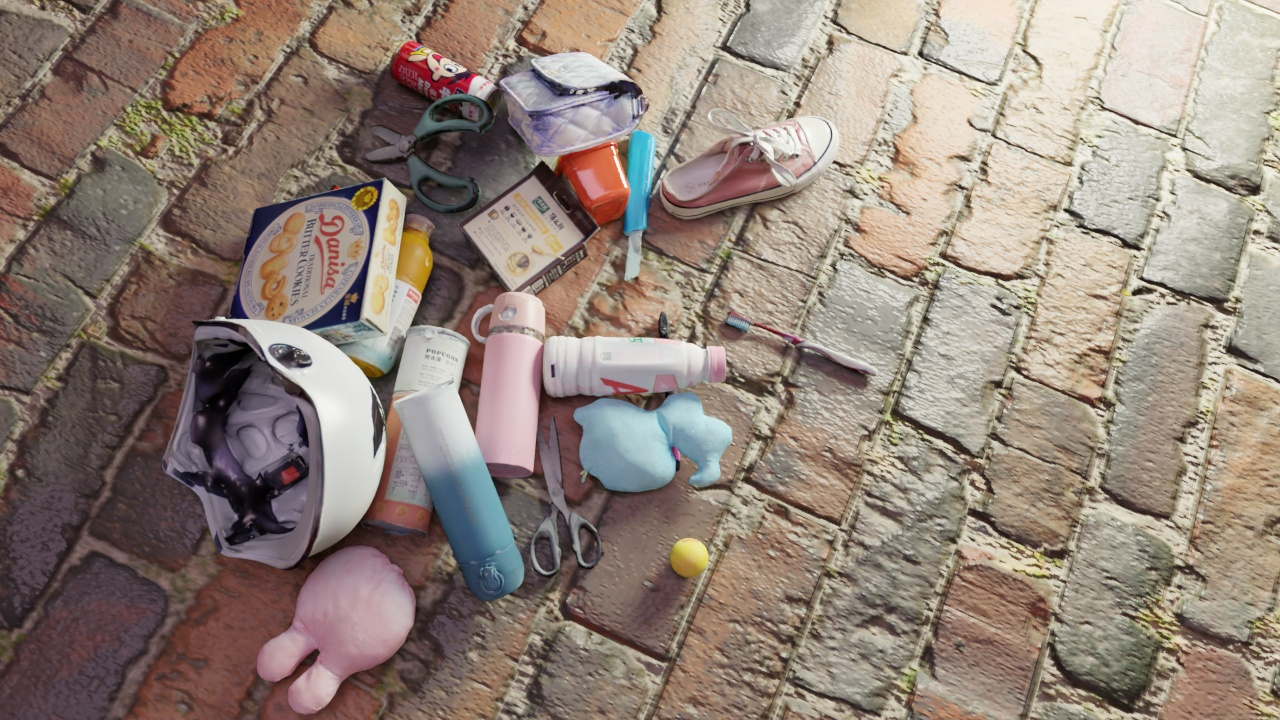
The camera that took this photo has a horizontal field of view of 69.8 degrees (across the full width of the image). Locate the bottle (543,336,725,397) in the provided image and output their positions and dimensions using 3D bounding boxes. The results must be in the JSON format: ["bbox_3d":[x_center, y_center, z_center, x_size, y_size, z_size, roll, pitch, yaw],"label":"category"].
[{"bbox_3d":[-0.006,0.006,1.005,0.197,0.068,0.068,0,70,1],"label":"bottle"}]

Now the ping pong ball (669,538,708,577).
[{"bbox_3d":[0.051,0.206,0.959,0.040,0.040,0.040,1,70,-4],"label":"ping pong ball"}]

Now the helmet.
[{"bbox_3d":[-0.338,0.075,0.903,0.259,0.145,0.229,30,113,27],"label":"helmet"}]

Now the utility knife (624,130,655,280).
[{"bbox_3d":[-0.004,-0.190,1.113,0.034,0.018,0.204,1,70,9],"label":"utility knife"}]

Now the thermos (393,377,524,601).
[{"bbox_3d":[-0.177,0.131,0.916,0.070,0.070,0.220,-21,96,-12],"label":"thermos"}]

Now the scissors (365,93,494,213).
[{"bbox_3d":[-0.249,-0.237,1.099,0.175,0.019,0.176,-13,85,10],"label":"scissors"}]

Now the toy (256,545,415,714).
[{"bbox_3d":[-0.299,0.262,0.905,0.121,0.054,0.159,38,71,17],"label":"toy"}]

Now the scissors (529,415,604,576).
[{"bbox_3d":[-0.096,0.148,0.984,0.170,0.014,0.150,40,71,10],"label":"scissors"}]

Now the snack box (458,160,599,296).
[{"bbox_3d":[-0.126,-0.146,1.061,0.125,0.053,0.113,-37,76,-7],"label":"snack box"}]

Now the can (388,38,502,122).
[{"bbox_3d":[-0.240,-0.343,1.133,0.133,0.053,0.053,29,70,7],"label":"can"}]

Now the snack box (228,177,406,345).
[{"bbox_3d":[-0.351,-0.099,0.996,0.183,0.046,0.177,-10,62,18],"label":"snack box"}]

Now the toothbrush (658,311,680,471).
[{"bbox_3d":[0.033,0.032,1.035,0.014,0.018,0.189,-6,71,3],"label":"toothbrush"}]

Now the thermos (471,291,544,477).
[{"bbox_3d":[-0.150,0.025,1.001,0.087,0.067,0.198,-4,70,14],"label":"thermos"}]

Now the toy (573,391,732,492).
[{"bbox_3d":[0.007,0.090,0.993,0.156,0.050,0.161,-43,82,-12],"label":"toy"}]

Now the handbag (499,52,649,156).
[{"bbox_3d":[-0.084,-0.305,1.067,0.134,0.076,0.194,-19,33,-12],"label":"handbag"}]

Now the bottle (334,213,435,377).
[{"bbox_3d":[-0.279,-0.076,1.024,0.068,0.068,0.189,16,69,2],"label":"bottle"}]

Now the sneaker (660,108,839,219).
[{"bbox_3d":[0.137,-0.245,1.107,0.241,0.088,0.118,-21,72,-10],"label":"sneaker"}]

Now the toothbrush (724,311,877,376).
[{"bbox_3d":[0.186,-0.016,1.065,0.187,0.016,0.017,22,77,4],"label":"toothbrush"}]

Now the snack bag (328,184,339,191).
[{"bbox_3d":[-0.347,-0.160,1.072,0.048,0.026,0.104,-41,78,-10],"label":"snack bag"}]

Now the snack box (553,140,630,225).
[{"bbox_3d":[-0.057,-0.206,1.079,0.082,0.091,0.080,-22,80,-13],"label":"snack box"}]

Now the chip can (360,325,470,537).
[{"bbox_3d":[-0.236,0.075,0.970,0.071,0.071,0.214,9,69,-1],"label":"chip can"}]
